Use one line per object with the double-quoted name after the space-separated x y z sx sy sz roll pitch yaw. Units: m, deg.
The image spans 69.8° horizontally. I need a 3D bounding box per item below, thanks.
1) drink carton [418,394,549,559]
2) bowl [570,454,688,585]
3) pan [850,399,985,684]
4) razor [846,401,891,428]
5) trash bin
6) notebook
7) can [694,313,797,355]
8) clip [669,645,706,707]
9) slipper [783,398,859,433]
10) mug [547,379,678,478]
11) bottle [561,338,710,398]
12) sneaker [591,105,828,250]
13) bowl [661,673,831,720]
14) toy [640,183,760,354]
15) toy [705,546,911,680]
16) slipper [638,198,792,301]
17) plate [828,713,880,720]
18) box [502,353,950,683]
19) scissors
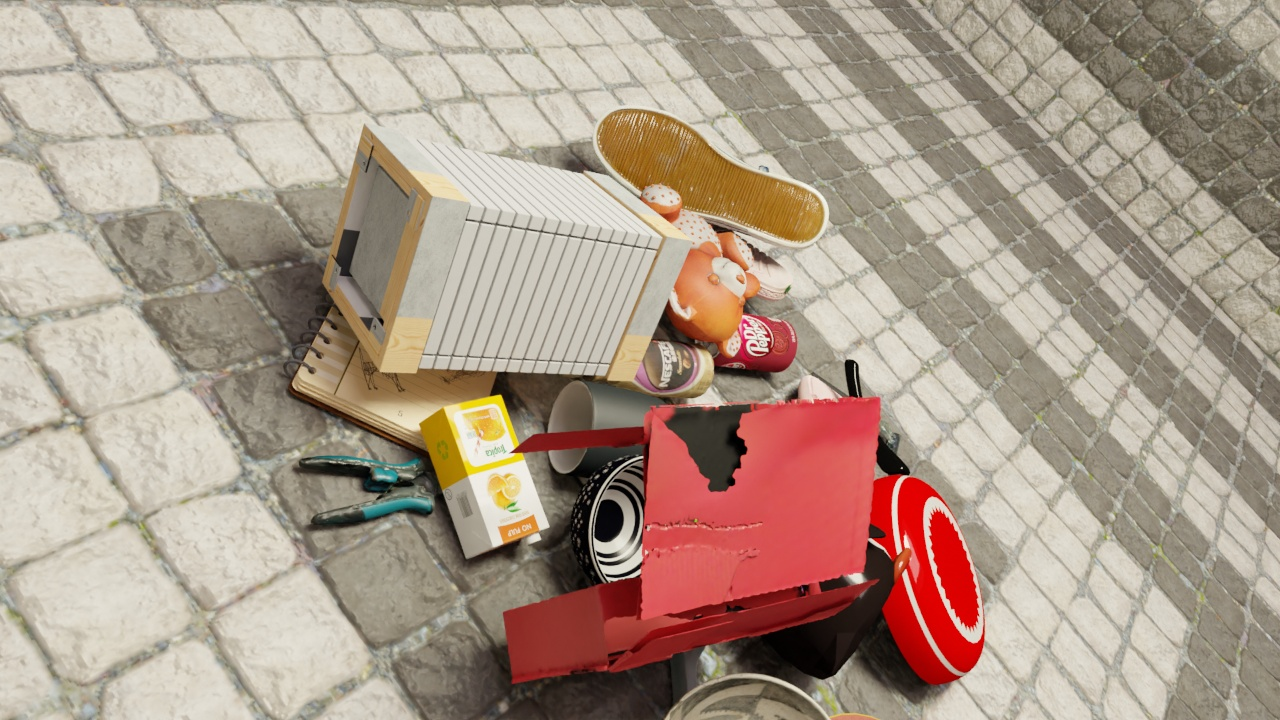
-0.125 0.095 0.738 0.058 0.040 0.122 -12 76 -47 "drink carton"
-0.013 0.139 0.780 0.120 0.066 0.120 2 87 -38 "bowl"
0.279 0.152 0.962 0.208 0.067 0.355 26 50 -49 "pan"
0.265 0.060 1.128 0.144 0.022 0.042 38 38 -4 "razor"
-0.113 -0.084 0.779 0.246 0.143 0.142 3 30 -40 "trash bin"
-0.202 -0.025 0.820 0.167 0.024 0.224 28 41 -18 "notebook"
0.122 -0.022 1.052 0.114 0.063 0.063 7 51 -36 "can"
0.027 0.265 0.740 0.173 0.030 0.158 -4 59 -40 "clip"
0.208 0.094 1.023 0.107 0.056 0.221 37 30 -9 "slipper"
-0.031 0.060 0.847 0.094 0.085 0.121 13 18 -31 "mug"
-0.005 0.005 0.926 0.165 0.060 0.059 5 51 -34 "bottle"
0.081 -0.217 1.109 0.294 0.120 0.127 24 0 -2 "sneaker"
0.073 0.328 0.672 0.178 0.081 0.178 13 55 -19 "bowl"
0.064 -0.095 0.968 0.163 0.093 0.172 31 38 -39 "toy"
0.118 0.185 0.807 0.184 0.159 0.139 32 31 16 "toy"
0.070 -0.132 1.112 0.239 0.065 0.094 33 34 10 "slipper"
0.201 0.409 0.754 0.229 0.021 0.229 22 43 -23 "plate"
0.063 0.135 0.619 0.210 0.319 0.121 0 48 -37 "box"
-0.197 0.097 0.715 0.148 0.019 0.122 34 39 -13 "scissors"
